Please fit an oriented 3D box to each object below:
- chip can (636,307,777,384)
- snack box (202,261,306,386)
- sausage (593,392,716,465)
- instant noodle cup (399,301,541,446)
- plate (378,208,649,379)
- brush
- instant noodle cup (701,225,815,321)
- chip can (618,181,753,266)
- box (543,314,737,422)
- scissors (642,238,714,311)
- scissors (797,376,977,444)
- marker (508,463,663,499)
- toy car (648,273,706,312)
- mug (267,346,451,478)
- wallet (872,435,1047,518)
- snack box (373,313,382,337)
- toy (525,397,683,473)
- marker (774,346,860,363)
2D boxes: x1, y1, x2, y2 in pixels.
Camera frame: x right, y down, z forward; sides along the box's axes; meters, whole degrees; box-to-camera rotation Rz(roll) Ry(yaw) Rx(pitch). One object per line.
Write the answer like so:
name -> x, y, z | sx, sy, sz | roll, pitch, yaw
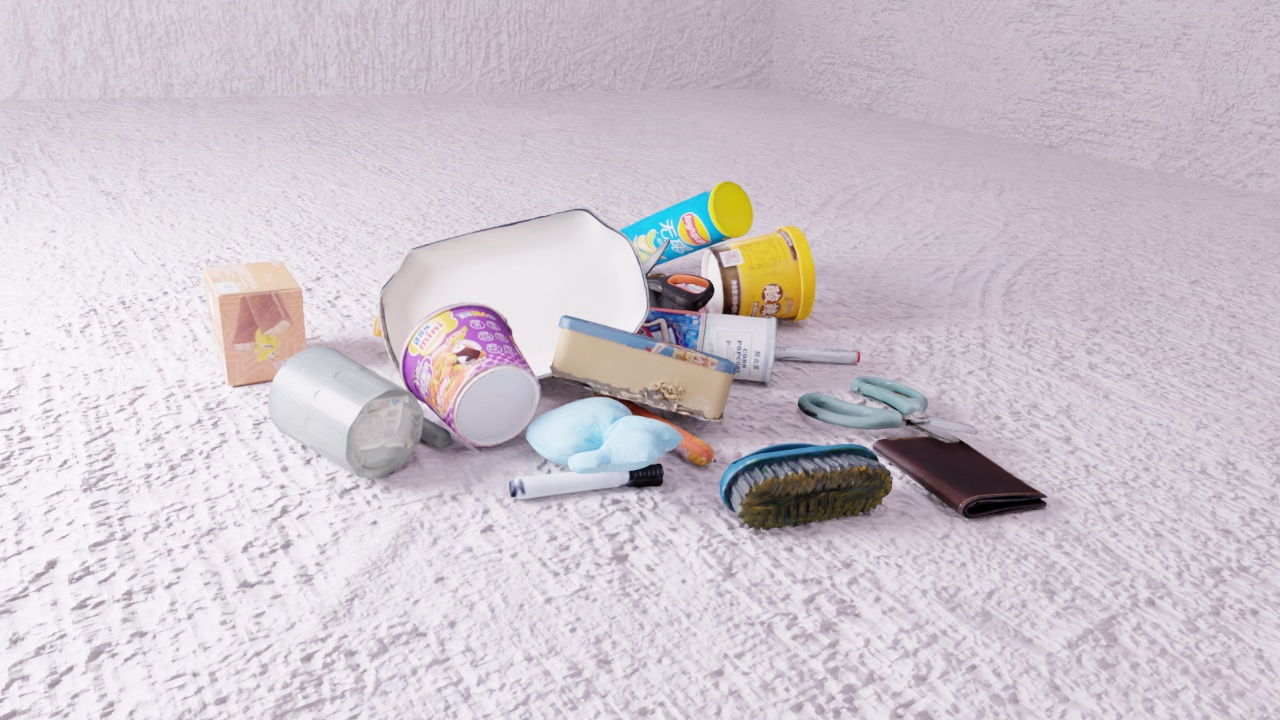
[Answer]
chip can -> 0.034, -0.021, 0.975 | 0.215, 0.071, 0.071 | 6, 23, 5
snack box -> -0.383, -0.039, 0.913 | 0.077, 0.094, 0.093 | -10, 27, -30
sausage -> 0.010, 0.059, 0.847 | 0.021, 0.021, 0.165 | -16, 31, -39
instant noodle cup -> -0.146, 0.017, 0.816 | 0.111, 0.112, 0.099 | -10, 33, -30
plate -> -0.125, -0.055, 0.922 | 0.265, 0.162, 0.034 | -16, -7, -7
brush -> 0.129, 0.094, 0.744 | 0.143, 0.055, 0.073 | -5, 26, -19
instant noodle cup -> 0.142, -0.101, 1.134 | 0.114, 0.119, 0.118 | -8, 25, -10
chip can -> 0.051, -0.172, 1.212 | 0.071, 0.071, 0.211 | -16, 2, -39
box -> -0.005, 0.005, 0.859 | 0.184, 0.062, 0.090 | 17, 3, -5
scissors -> -0.009, -0.082, 1.089 | 0.220, 0.022, 0.234 | -38, 35, -28
scissors -> 0.231, 0.052, 0.892 | 0.172, 0.019, 0.176 | -5, 20, -20
marker -> -0.042, 0.099, 0.751 | 0.130, 0.018, 0.022 | -4, 34, -20
toy car -> 0.045, -0.068, 1.106 | 0.037, 0.056, 0.122 | -12, 28, -25
mug -> -0.233, 0.046, 0.780 | 0.103, 0.083, 0.123 | 22, 4, 33
wallet -> 0.280, 0.098, 0.810 | 0.096, 0.020, 0.122 | 0, 22, -24
snack box -> -0.197, -0.033, 0.972 | 0.153, 0.026, 0.075 | 14, 25, -7
toy -> -0.038, 0.064, 0.780 | 0.156, 0.050, 0.161 | 1, 14, 21
marker -> 0.176, -0.007, 1.038 | 0.145, 0.017, 0.017 | 3, 23, -3
